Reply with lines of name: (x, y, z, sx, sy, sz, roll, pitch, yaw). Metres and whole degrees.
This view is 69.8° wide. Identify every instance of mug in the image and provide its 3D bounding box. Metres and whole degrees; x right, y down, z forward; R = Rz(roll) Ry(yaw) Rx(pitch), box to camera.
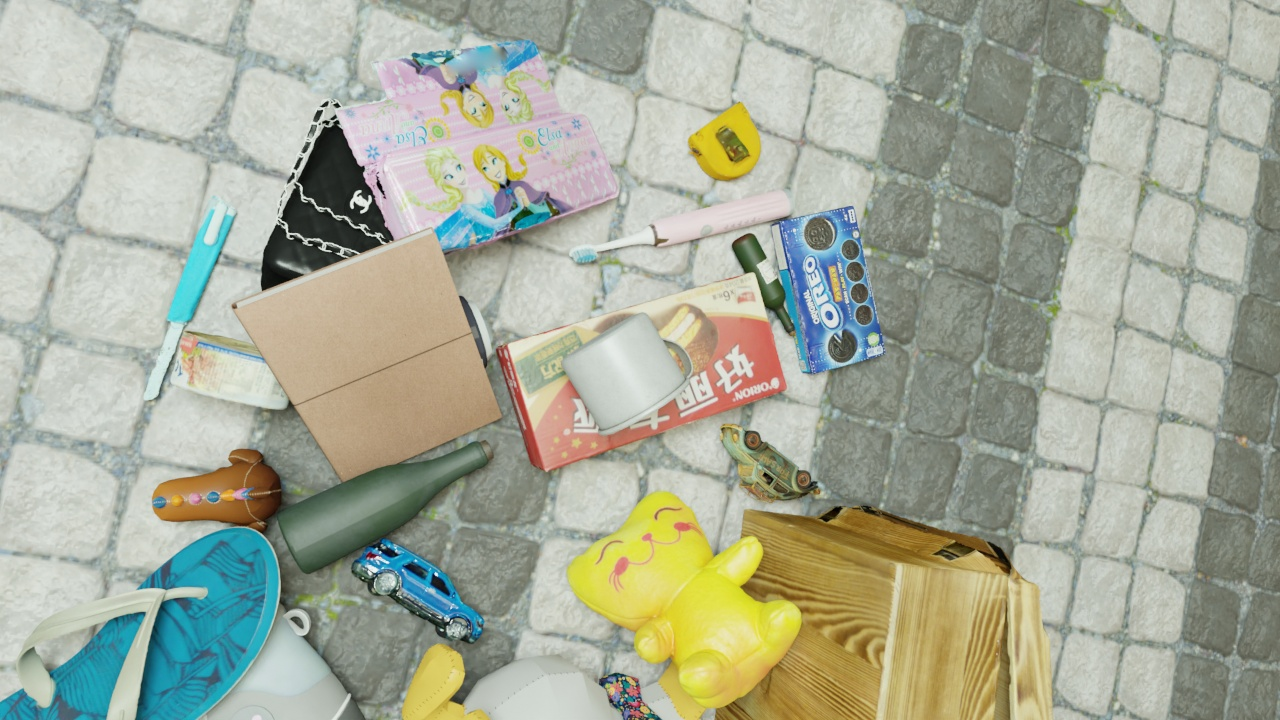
mug: (-0.004, 0.004, 0.739, 0.112, 0.085, 0.070, -36, 98, -44)

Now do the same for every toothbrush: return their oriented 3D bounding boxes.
toothbrush: (0.040, -0.121, 0.841, 0.222, 0.026, 0.027, -17, 133, -17)

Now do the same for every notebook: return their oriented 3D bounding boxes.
notebook: (-0.194, 0.006, 0.695, 0.141, 0.008, 0.209, -24, 140, -12)

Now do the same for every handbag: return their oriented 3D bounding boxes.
handbag: (-0.203, -0.109, 0.697, 0.125, 0.115, 0.153, 22, 58, -16)

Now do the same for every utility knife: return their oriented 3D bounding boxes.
utility knife: (-0.358, -0.049, 0.718, 0.022, 0.015, 0.168, 22, 82, -16)

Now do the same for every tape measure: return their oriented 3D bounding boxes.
tape measure: (0.081, -0.198, 0.853, 0.068, 0.030, 0.059, -37, 98, -14)

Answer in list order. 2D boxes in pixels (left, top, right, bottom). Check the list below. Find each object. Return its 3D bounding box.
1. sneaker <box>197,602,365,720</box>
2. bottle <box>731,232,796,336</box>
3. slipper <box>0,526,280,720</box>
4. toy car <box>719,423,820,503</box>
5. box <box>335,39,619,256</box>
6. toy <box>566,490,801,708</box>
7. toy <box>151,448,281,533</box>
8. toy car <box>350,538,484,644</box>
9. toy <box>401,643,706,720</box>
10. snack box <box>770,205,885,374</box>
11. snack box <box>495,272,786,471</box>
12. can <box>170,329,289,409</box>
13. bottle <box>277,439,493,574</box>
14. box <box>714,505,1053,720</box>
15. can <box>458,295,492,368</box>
sneaker: (-0.350, 0.298, 0.689, 0.256, 0.093, 0.160, -30, 90, -15)
bottle: (0.120, -0.070, 0.867, 0.025, 0.025, 0.106, -32, 99, -16)
slipper: (-0.386, 0.232, 0.651, 0.294, 0.060, 0.118, -36, 72, -5)
toy car: (0.114, 0.104, 0.852, 0.112, 0.047, 0.047, 38, 74, -13)
box: (-0.124, -0.177, 0.732, 0.229, 0.035, 0.159, -30, 98, -46)
toy: (0.040, 0.198, 0.770, 0.134, 0.194, 0.087, -39, 135, -19)
toy: (-0.317, 0.102, 0.688, 0.090, 0.103, 0.070, -3, 85, -24)
toy car: (-0.179, 0.190, 0.754, 0.120, 0.056, 0.043, 38, 65, -10)
toy: (-0.066, 0.319, 0.754, 0.267, 0.141, 0.247, 30, 98, -40)
snack box: (0.180, -0.068, 0.885, 0.082, 0.027, 0.150, -15, 94, -17)
snack box: (0.002, 0.007, 0.810, 0.236, 0.060, 0.113, -17, 95, -17)
can: (-0.307, 0.007, 0.698, 0.086, 0.086, 0.043, 15, 87, -17)
bottle: (-0.201, 0.110, 0.748, 0.174, 0.055, 0.055, -25, 97, -18)
box: (0.195, 0.251, 0.759, 0.176, 0.279, 0.247, 7, 87, -14)
can: (-0.190, -0.006, 0.747, 0.127, 0.064, 0.064, -19, 95, -17)
